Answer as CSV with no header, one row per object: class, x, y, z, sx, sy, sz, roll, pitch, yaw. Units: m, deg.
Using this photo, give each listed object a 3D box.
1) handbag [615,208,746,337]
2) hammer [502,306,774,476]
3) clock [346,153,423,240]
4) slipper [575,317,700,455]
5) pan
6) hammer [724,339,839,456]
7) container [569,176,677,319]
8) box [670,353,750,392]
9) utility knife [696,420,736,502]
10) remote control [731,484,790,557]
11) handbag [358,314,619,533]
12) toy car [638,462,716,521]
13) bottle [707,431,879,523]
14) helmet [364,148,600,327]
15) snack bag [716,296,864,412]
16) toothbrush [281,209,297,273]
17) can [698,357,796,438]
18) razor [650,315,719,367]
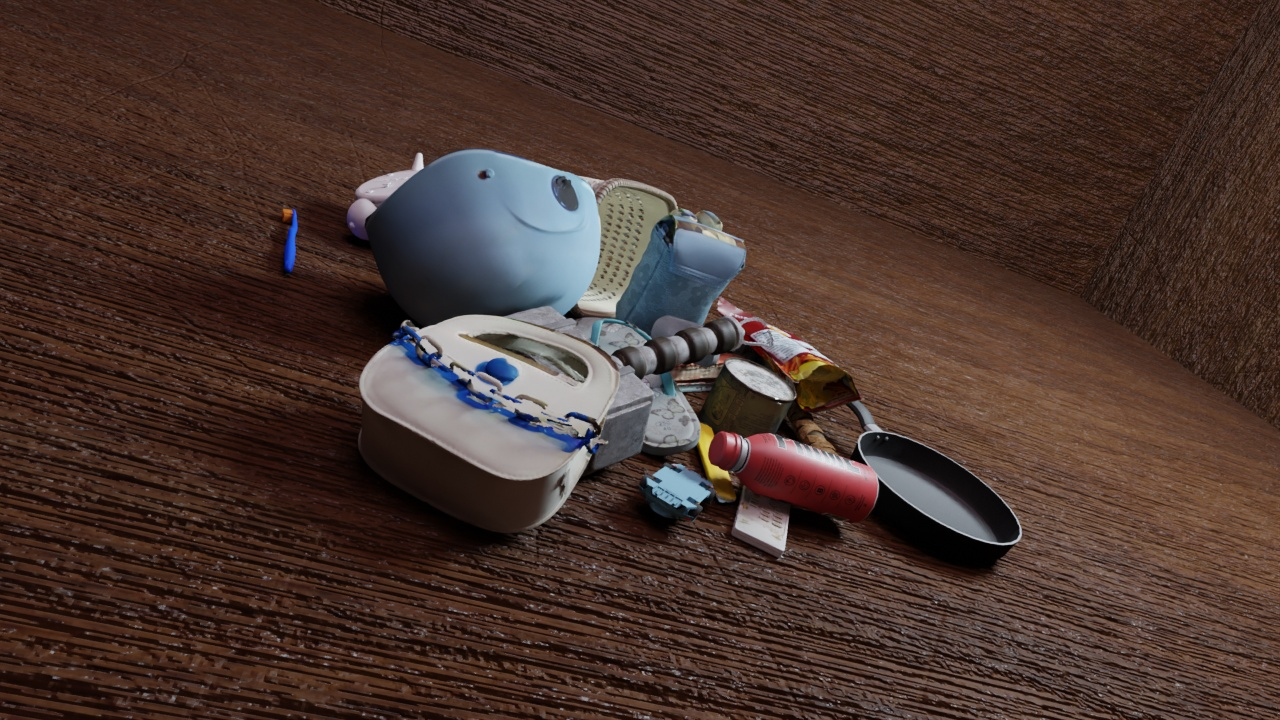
handbag,0.044,-0.103,1.167,0.121,0.192,0.118,13,38,-22
hammer,0.012,-0.003,0.951,0.325,0.080,0.177,-18,43,-38
clock,-0.299,-0.208,1.172,0.125,0.073,0.160,-3,27,9
slipper,-0.006,0.006,1.018,0.098,0.055,0.268,-12,37,-22
pan,0.301,0.115,1.108,0.203,0.044,0.355,9,27,-35
hammer,0.191,0.051,1.170,0.121,0.049,0.318,19,23,-19
container,-0.057,-0.155,1.217,0.143,0.185,0.245,21,10,25
box,0.068,0.009,1.135,0.186,0.056,0.059,-3,65,-47
utility knife,0.073,0.103,0.957,0.030,0.017,0.151,13,22,-14
remote control,0.122,0.148,0.907,0.050,0.011,0.135,25,21,4
handbag,-0.113,0.025,0.748,0.201,0.093,0.199,24,45,10
toy car,0.033,0.125,0.848,0.060,0.027,0.107,29,12,14
bottle,0.150,0.112,0.917,0.176,0.062,0.062,19,21,-20
helmet,-0.153,-0.106,0.984,0.265,0.226,0.166,-6,73,-47
snack bag,0.191,-0.015,1.177,0.138,0.067,0.208,16,23,-31
toothbrush,-0.401,-0.138,1.042,0.018,0.016,0.182,8,25,-23
can,0.121,0.051,1.050,0.090,0.075,0.089,22,21,-9
razor,0.078,-0.022,1.135,0.088,0.047,0.116,18,7,28
